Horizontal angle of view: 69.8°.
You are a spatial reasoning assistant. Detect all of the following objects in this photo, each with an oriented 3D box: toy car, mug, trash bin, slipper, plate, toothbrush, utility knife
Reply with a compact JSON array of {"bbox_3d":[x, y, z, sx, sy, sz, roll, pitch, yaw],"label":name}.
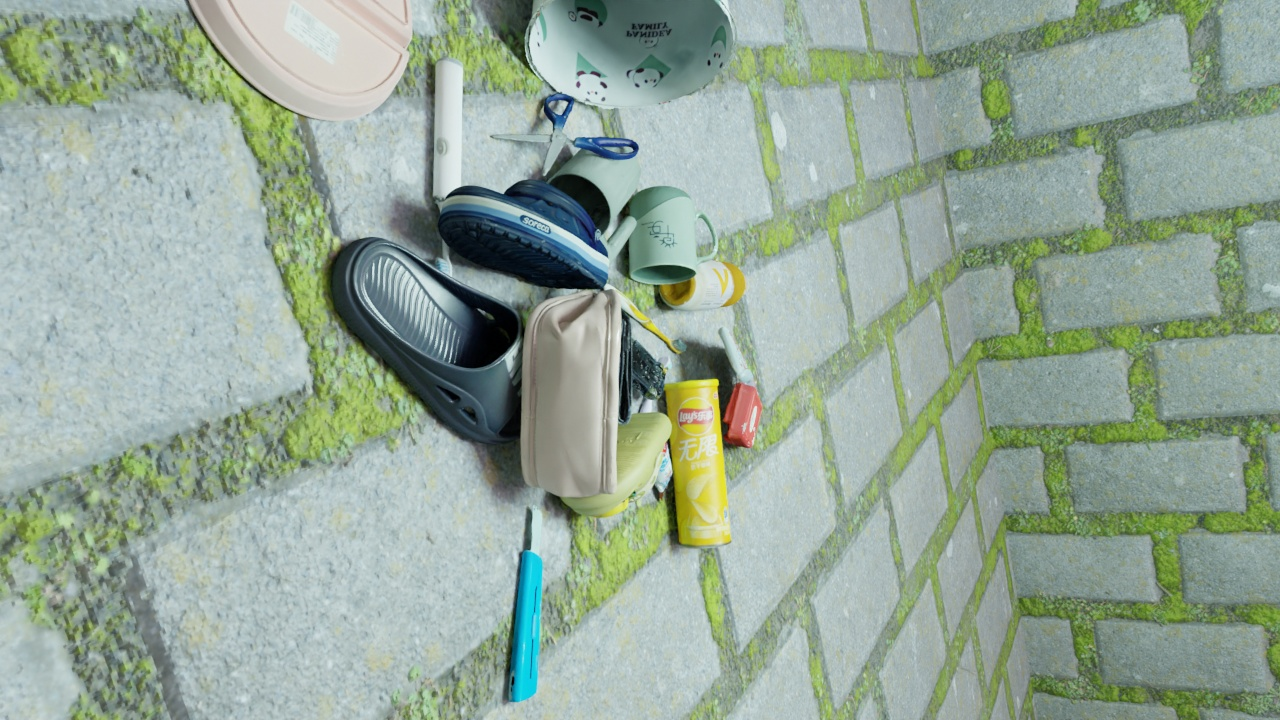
[{"bbox_3d":[-0.007,0.007,1.117,0.105,0.031,0.048,46,46,-36],"label":"toy car"},{"bbox_3d":[-0.047,-0.179,1.044,0.103,0.084,0.124,-60,136,-46],"label":"mug"},{"bbox_3d":[-0.015,-0.453,1.027,0.229,0.230,0.251,24,58,-54],"label":"trash bin"},{"bbox_3d":[-0.160,-0.012,0.833,0.268,0.083,0.110,47,49,-41],"label":"slipper"},{"bbox_3d":[0.041,-0.158,1.151,0.082,0.112,0.106,79,10,-76],"label":"mug"},{"bbox_3d":[-0.273,-0.315,0.758,0.229,0.028,0.229,16,72,-57],"label":"plate"},{"bbox_3d":[0.009,-0.051,1.165,0.191,0.018,0.016,38,52,-49],"label":"toothbrush"},{"bbox_3d":[-0.016,0.125,1.030,0.190,0.092,0.082,-47,125,-55],"label":"slipper"},{"bbox_3d":[-0.111,0.242,0.922,0.034,0.018,0.191,25,62,-53],"label":"utility knife"},{"bbox_3d":[0.006,0.076,1.139,0.021,0.029,0.188,24,58,-9],"label":"toothbrush"},{"bbox_3d":[-0.097,-0.129,0.910,0.252,0.105,0.095,21,70,-66],"label":"slipper"},{"bbox_3d":[-0.185,-0.180,0.875,0.026,0.027,0.221,16,72,-62],"label":"toothbrush"}]

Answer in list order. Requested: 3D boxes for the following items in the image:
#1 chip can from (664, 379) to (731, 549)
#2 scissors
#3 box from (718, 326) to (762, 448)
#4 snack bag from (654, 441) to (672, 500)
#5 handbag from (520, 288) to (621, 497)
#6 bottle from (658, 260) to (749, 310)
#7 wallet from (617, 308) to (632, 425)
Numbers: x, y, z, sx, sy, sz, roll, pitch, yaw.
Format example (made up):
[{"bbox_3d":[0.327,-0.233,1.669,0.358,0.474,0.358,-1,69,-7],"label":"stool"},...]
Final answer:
[{"bbox_3d":[0.074,0.132,1.187,0.072,0.072,0.213,-1,86,-58],"label":"chip can"},{"bbox_3d":[-0.079,-0.244,1.000,0.162,0.012,0.175,12,43,-14],"label":"scissors"},{"bbox_3d":[0.140,0.042,1.277,0.201,0.060,0.161,41,46,-76],"label":"box"},{"bbox_3d":[0.023,0.128,1.136,0.105,0.026,0.045,77,23,-48],"label":"snack bag"},{"bbox_3d":[-0.055,0.012,0.949,0.233,0.093,0.193,-75,169,-68],"label":"handbag"},{"bbox_3d":[0.095,-0.105,1.265,0.189,0.068,0.068,-8,91,-58],"label":"bottle"},{"bbox_3d":[-0.025,0.002,1.025,0.097,0.019,0.121,-128,-141,-72],"label":"wallet"}]
